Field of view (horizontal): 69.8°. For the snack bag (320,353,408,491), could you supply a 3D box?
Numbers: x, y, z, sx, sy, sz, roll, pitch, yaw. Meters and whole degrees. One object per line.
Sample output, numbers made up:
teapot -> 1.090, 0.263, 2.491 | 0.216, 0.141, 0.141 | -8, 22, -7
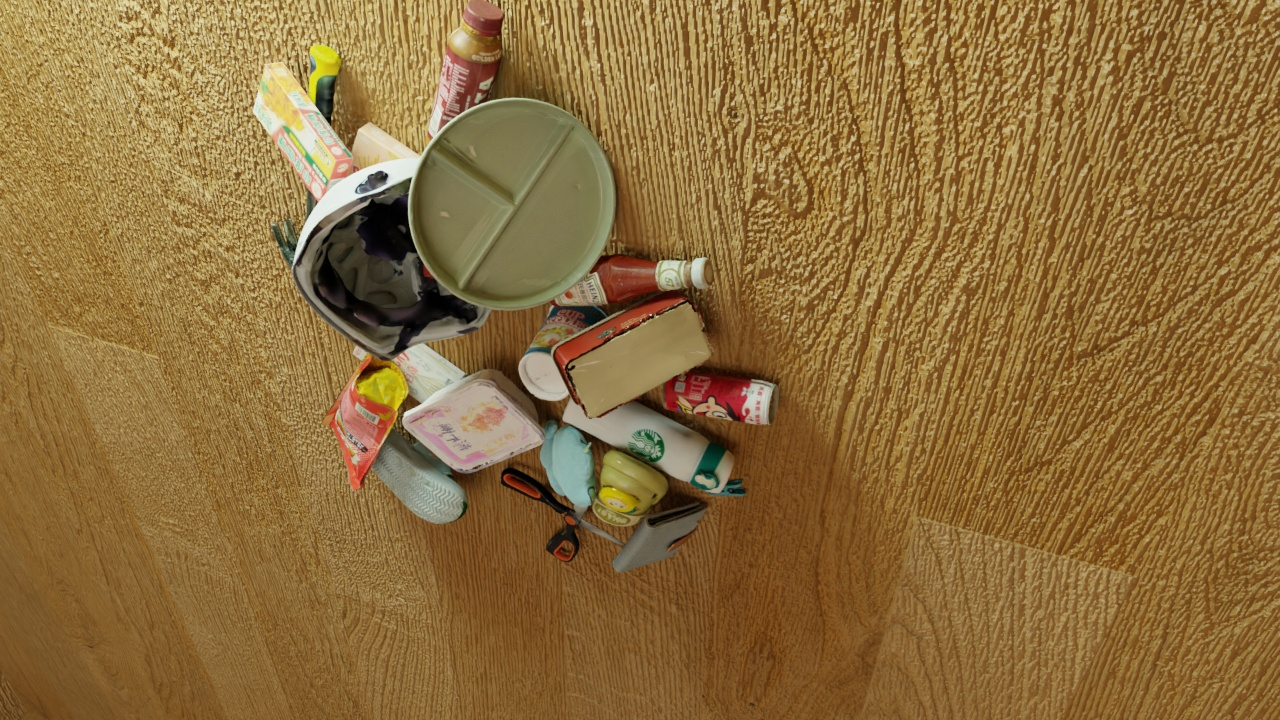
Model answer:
snack bag -> -0.406, 0.088, 1.334 | 0.128, 0.073, 0.208 | 57, 134, 18

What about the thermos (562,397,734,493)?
thermos -> 0.013, 0.099, 1.179 | 0.224, 0.073, 0.073 | 27, 132, 6

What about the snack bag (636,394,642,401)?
snack bag -> -0.007, 0.007, 1.152 | 0.048, 0.026, 0.104 | 32, 133, 13

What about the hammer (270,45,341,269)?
hammer -> -0.410, -0.235, 1.148 | 0.126, 0.031, 0.324 | 39, 130, 22

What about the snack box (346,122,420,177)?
snack box -> -0.329, -0.210, 1.147 | 0.084, 0.026, 0.158 | 34, 132, -1

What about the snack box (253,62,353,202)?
snack box -> -0.399, -0.268, 1.082 | 0.155, 0.026, 0.077 | 52, 135, 11

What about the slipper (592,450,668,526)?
slipper -> -0.018, 0.183, 1.216 | 0.091, 0.081, 0.191 | 23, 160, 7

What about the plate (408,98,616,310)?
plate -> -0.137, -0.166, 0.992 | 0.230, 0.027, 0.230 | -9, 116, -20

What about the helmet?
helmet -> -0.270, -0.140, 1.076 | 0.259, 0.145, 0.229 | -31, 134, 6

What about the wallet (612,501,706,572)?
wallet -> 0.030, 0.248, 1.273 | 0.037, 0.106, 0.130 | 62, 143, 28

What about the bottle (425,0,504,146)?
bottle -> -0.188, -0.299, 0.989 | 0.057, 0.057, 0.175 | 30, 132, 2

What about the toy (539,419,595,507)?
toy -> -0.096, 0.136, 1.228 | 0.049, 0.161, 0.157 | -9, 147, -22

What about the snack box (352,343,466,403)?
snack box -> -0.330, 0.005, 1.309 | 0.157, 0.026, 0.085 | 35, 132, -3

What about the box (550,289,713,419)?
box -> -0.006, -0.005, 1.047 | 0.168, 0.077, 0.091 | -28, 116, -9

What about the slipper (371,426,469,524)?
slipper -> -0.351, 0.155, 1.405 | 0.245, 0.074, 0.104 | 39, 132, 17

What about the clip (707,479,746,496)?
clip -> 0.113, 0.171, 1.225 | 0.057, 0.014, 0.046 | -3, 124, 29

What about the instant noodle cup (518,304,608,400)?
instant noodle cup -> -0.094, -0.009, 1.127 | 0.099, 0.109, 0.099 | 13, 128, 16

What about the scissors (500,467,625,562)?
scissors -> -0.114, 0.226, 1.356 | 0.221, 0.021, 0.231 | 37, 141, 3

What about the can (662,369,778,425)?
can -> 0.097, 0.044, 1.110 | 0.133, 0.053, 0.053 | 8, 127, 20

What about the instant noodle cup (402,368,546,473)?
instant noodle cup -> -0.225, 0.078, 1.271 | 0.174, 0.060, 0.138 | -22, 125, 31

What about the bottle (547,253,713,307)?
bottle -> -0.016, -0.094, 1.058 | 0.206, 0.059, 0.060 | -1, 123, 27
